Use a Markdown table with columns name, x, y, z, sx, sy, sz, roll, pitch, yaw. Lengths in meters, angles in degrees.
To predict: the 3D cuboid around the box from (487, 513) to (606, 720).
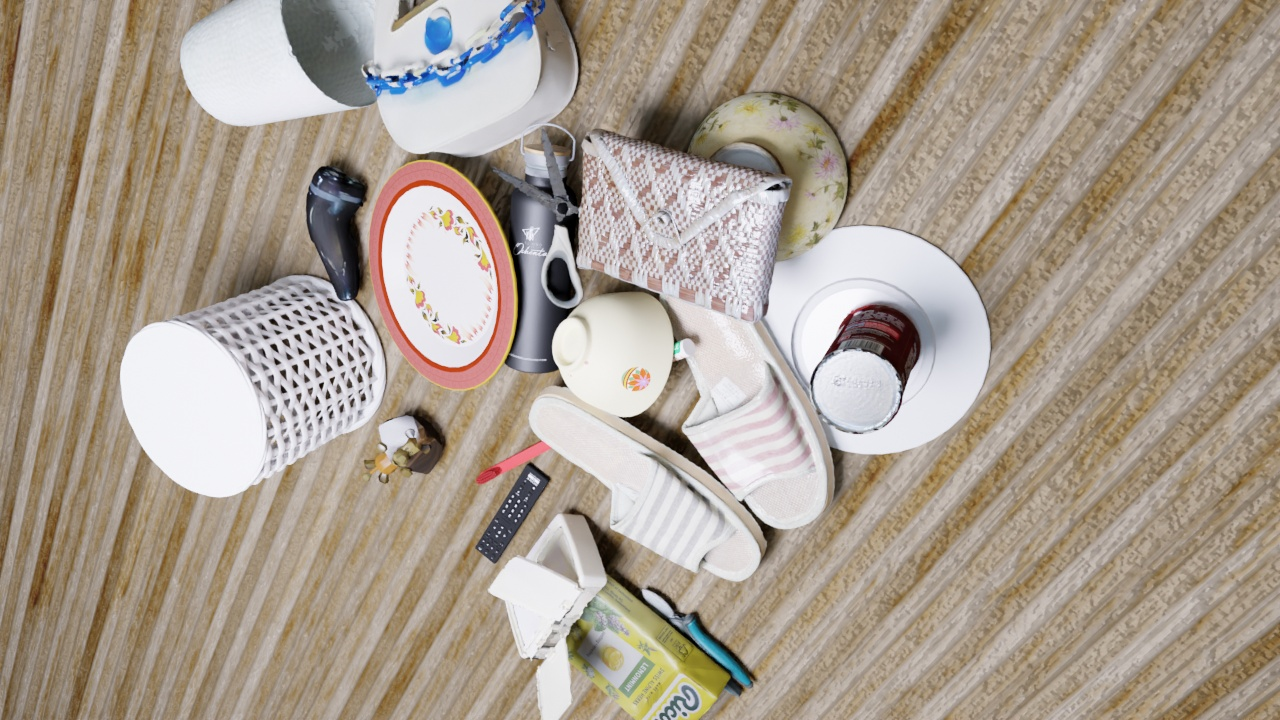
| name | x | y | z | sx | sy | sz | roll | pitch | yaw |
| --- | --- | --- | --- | --- | --- | --- | --- | --- | --- |
| box | -0.107 | 0.260 | 0.924 | 0.144 | 0.098 | 0.184 | -57 | 38 | 26 |

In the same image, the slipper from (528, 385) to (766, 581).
| name | x | y | z | sx | sy | sz | roll | pitch | yaw |
| --- | --- | --- | --- | --- | --- | --- | --- | --- | --- |
| slipper | 0.000 | 0.124 | 0.895 | 0.272 | 0.053 | 0.115 | 38 | 133 | 4 |

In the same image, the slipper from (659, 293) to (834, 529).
| name | x | y | z | sx | sy | sz | roll | pitch | yaw |
| --- | --- | --- | --- | --- | --- | --- | --- | --- | --- |
| slipper | 0.088 | 0.038 | 0.836 | 0.115 | 0.052 | 0.263 | -22 | 96 | 38 |

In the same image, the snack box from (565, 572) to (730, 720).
| name | x | y | z | sx | sy | sz | roll | pitch | yaw |
| --- | --- | --- | --- | --- | --- | --- | --- | --- | --- |
| snack box | -0.008 | 0.319 | 0.977 | 0.181 | 0.045 | 0.122 | 38 | 127 | 10 |

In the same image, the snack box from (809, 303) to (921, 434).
| name | x | y | z | sx | sy | sz | roll | pitch | yaw |
| --- | --- | --- | --- | --- | --- | --- | --- | --- | --- |
| snack box | 0.180 | 0.005 | 0.731 | 0.072 | 0.121 | 0.072 | 8 | 112 | 20 |

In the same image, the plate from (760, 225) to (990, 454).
| name | x | y | z | sx | sy | sz | roll | pitch | yaw |
| --- | --- | --- | --- | --- | --- | --- | --- | --- | --- |
| plate | 0.193 | -0.013 | 0.799 | 0.209 | 0.015 | 0.209 | 8 | 111 | 21 |

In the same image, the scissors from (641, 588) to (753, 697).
| name | x | y | z | sx | sy | sz | roll | pitch | yaw |
| --- | --- | --- | --- | --- | --- | --- | --- | --- | --- |
| scissors | 0.055 | 0.300 | 0.969 | 0.136 | 0.019 | 0.139 | 9 | 117 | 26 |

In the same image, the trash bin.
| name | x | y | z | sx | sy | sz | roll | pitch | yaw |
| --- | --- | --- | --- | --- | --- | --- | --- | --- | --- |
| trash bin | -0.341 | -0.291 | 0.872 | 0.162 | 0.133 | 0.133 | -5 | 106 | 30 |

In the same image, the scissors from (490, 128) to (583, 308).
| name | x | y | z | sx | sy | sz | roll | pitch | yaw |
| --- | --- | --- | --- | --- | --- | --- | --- | --- | --- |
| scissors | -0.059 | -0.122 | 0.824 | 0.171 | 0.012 | 0.158 | 8 | 111 | -15 |

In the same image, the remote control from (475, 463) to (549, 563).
| name | x | y | z | sx | sy | sz | roll | pitch | yaw |
| --- | --- | --- | --- | --- | --- | --- | --- | --- | --- |
| remote control | -0.143 | 0.171 | 1.013 | 0.030 | 0.009 | 0.140 | 37 | 118 | 7 |

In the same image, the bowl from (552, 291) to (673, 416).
| name | x | y | z | sx | sy | sz | roll | pitch | yaw |
| --- | --- | --- | --- | --- | --- | --- | --- | --- | --- |
| bowl | -0.037 | -0.010 | 0.835 | 0.118 | 0.074 | 0.118 | -11 | 75 | 47 |

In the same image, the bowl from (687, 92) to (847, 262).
| name | x | y | z | sx | sy | sz | roll | pitch | yaw |
| --- | --- | --- | --- | --- | --- | --- | --- | --- | --- |
| bowl | 0.094 | -0.148 | 0.764 | 0.145 | 0.063 | 0.145 | 7 | 109 | 22 |

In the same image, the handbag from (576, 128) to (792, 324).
| name | x | y | z | sx | sy | sz | roll | pitch | yaw |
| --- | --- | --- | --- | --- | --- | --- | --- | --- | --- |
| handbag | 0.026 | -0.111 | 0.750 | 0.186 | 0.046 | 0.124 | 21 | 124 | 25 |

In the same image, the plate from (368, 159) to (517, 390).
| name | x | y | z | sx | sy | sz | roll | pitch | yaw |
| --- | --- | --- | --- | --- | --- | --- | --- | --- | --- |
| plate | -0.196 | -0.084 | 0.914 | 0.230 | 0.021 | 0.230 | 15 | 113 | 38 |

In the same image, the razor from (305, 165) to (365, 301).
| name | x | y | z | sx | sy | sz | roll | pitch | yaw |
| --- | --- | --- | --- | --- | --- | --- | --- | --- | --- |
| razor | -0.312 | -0.132 | 0.960 | 0.063 | 0.053 | 0.141 | -9 | 115 | -8 |

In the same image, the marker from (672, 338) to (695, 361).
| name | x | y | z | sx | sy | sz | roll | pitch | yaw |
| --- | --- | --- | --- | --- | --- | --- | --- | --- | --- |
| marker | -0.005 | 0.005 | 0.868 | 0.146 | 0.017 | 0.017 | -19 | 100 | 45 |

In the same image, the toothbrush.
| name | x | y | z | sx | sy | sz | roll | pitch | yaw |
| --- | --- | --- | --- | --- | --- | --- | --- | --- | --- |
| toothbrush | -0.097 | 0.088 | 0.959 | 0.213 | 0.017 | 0.012 | -28 | 95 | 29 |

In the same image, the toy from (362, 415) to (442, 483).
| name | x | y | z | sx | sy | sz | roll | pitch | yaw |
| --- | --- | --- | --- | --- | --- | --- | --- | --- | --- |
| toy | -0.268 | 0.104 | 1.011 | 0.100 | 0.062 | 0.076 | -37 | 110 | 11 |

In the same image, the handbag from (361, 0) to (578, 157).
| name | x | y | z | sx | sy | sz | roll | pitch | yaw |
| --- | --- | --- | --- | --- | --- | --- | --- | --- | --- |
| handbag | -0.164 | -0.294 | 0.817 | 0.201 | 0.092 | 0.199 | -19 | 92 | 28 |

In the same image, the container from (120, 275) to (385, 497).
| name | x | y | z | sx | sy | sz | roll | pitch | yaw |
| --- | --- | --- | --- | --- | --- | --- | --- | --- | --- |
| container | -0.404 | 0.022 | 0.972 | 0.189 | 0.186 | 0.189 | 8 | 111 | 21 |

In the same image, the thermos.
| name | x | y | z | sx | sy | sz | roll | pitch | yaw |
| --- | --- | --- | --- | --- | --- | --- | --- | --- | --- |
| thermos | -0.093 | -0.105 | 0.864 | 0.061 | 0.061 | 0.232 | 14 | 113 | 18 |
